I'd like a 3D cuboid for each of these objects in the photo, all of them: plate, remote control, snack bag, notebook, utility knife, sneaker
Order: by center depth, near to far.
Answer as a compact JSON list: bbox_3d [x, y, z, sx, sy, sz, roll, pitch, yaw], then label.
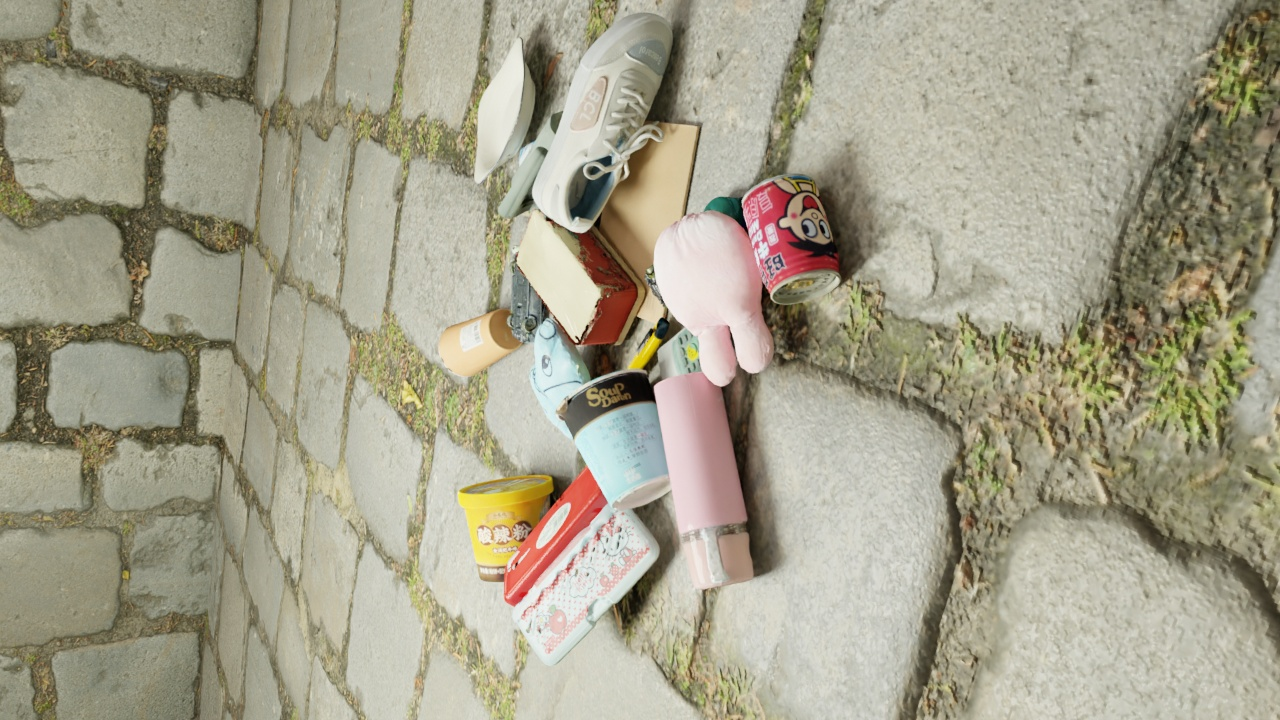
[{"bbox_3d":[0.063,-0.014,0.909,0.135,0.019,0.056,-38,59,48],"label":"remote control"},{"bbox_3d":[-0.031,-0.246,0.967,0.090,0.089,0.242,47,114,44],"label":"sneaker"},{"bbox_3d":[-0.006,0.006,0.997,0.154,0.015,0.033,-56,10,41],"label":"utility knife"},{"bbox_3d":[-0.001,-0.156,1.013,0.149,0.012,0.211,26,110,51],"label":"notebook"},{"bbox_3d":[-0.134,-0.272,1.195,0.104,0.026,0.048,-5,74,55],"label":"snack bag"},{"bbox_3d":[-0.178,-0.331,1.234,0.165,0.034,0.163,-39,46,51],"label":"plate"}]

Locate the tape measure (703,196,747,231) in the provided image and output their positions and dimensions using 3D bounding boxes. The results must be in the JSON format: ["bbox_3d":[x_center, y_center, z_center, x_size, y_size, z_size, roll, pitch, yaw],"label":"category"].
[{"bbox_3d":[0.080,-0.130,0.885,0.054,0.025,0.058,21,105,53],"label":"tape measure"}]

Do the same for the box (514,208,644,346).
[{"bbox_3d":[-0.078,-0.098,1.035,0.168,0.077,0.091,52,130,35],"label":"box"}]

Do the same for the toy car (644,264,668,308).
[{"bbox_3d":[0.043,-0.090,0.920,0.048,0.032,0.105,56,148,2],"label":"toy car"}]

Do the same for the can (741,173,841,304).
[{"bbox_3d":[0.128,-0.102,0.777,0.067,0.066,0.093,-35,61,49],"label":"can"}]

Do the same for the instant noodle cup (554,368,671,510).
[{"bbox_3d":[-0.018,0.088,0.955,0.111,0.111,0.120,-46,60,44],"label":"instant noodle cup"}]

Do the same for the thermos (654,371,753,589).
[{"bbox_3d":[0.059,0.111,0.858,0.087,0.067,0.198,52,-152,-71],"label":"thermos"}]

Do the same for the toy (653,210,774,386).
[{"bbox_3d":[0.067,-0.058,0.840,0.122,0.054,0.159,-22,85,50],"label":"toy"}]

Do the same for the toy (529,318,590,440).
[{"bbox_3d":[-0.094,0.025,1.080,0.156,0.049,0.161,6,119,59],"label":"toy"}]

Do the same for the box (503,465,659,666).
[{"bbox_3d":[-0.076,0.219,1.014,0.201,0.065,0.159,-50,43,19],"label":"box"}]

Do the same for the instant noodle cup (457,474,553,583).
[{"bbox_3d":[-0.163,0.210,1.149,0.119,0.118,0.114,-4,93,55],"label":"instant noodle cup"}]

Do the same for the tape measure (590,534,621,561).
[{"bbox_3d":[-0.037,0.222,1.037,0.057,0.028,0.060,20,106,53],"label":"tape measure"}]

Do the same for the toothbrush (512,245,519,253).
[{"bbox_3d":[-0.118,-0.135,1.172,0.190,0.020,0.029,18,75,54],"label":"toothbrush"}]

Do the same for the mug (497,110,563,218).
[{"bbox_3d":[-0.105,-0.222,1.073,0.083,0.123,0.104,45,130,4],"label":"mug"}]

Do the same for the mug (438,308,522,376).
[{"bbox_3d":[-0.216,-0.028,1.266,0.123,0.078,0.078,-20,72,49],"label":"mug"}]

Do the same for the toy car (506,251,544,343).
[{"bbox_3d":[-0.147,-0.082,1.194,0.054,0.036,0.121,16,108,56],"label":"toy car"}]
